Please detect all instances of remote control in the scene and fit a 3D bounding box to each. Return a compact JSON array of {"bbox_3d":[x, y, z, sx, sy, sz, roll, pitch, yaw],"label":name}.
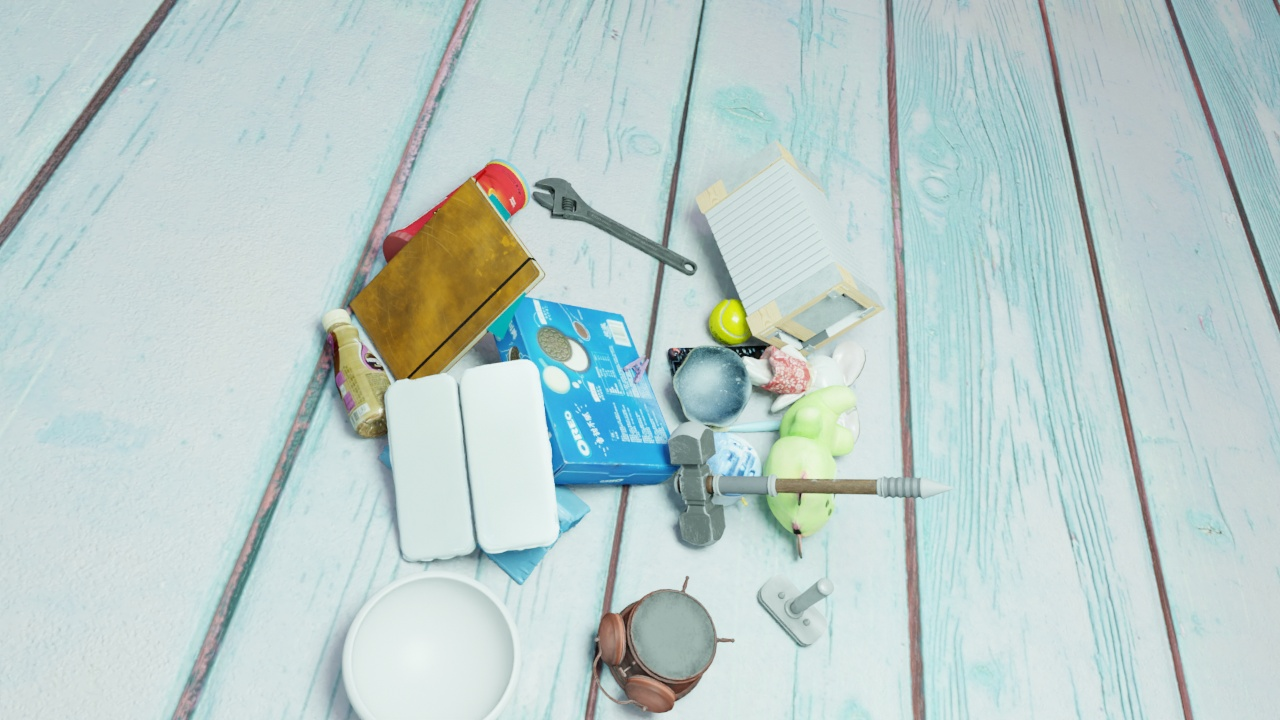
[{"bbox_3d":[0.112,0.004,1.286,0.150,0.022,0.047,-1,59,-18],"label":"remote control"}]

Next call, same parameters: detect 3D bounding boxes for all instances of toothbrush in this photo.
[{"bbox_3d":[0.133,0.089,1.240,0.154,0.022,0.016,-1,100,-20],"label":"toothbrush"}]

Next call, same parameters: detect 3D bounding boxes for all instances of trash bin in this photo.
[{"bbox_3d":[0.212,-0.155,1.314,0.142,0.143,0.246,20,43,-51],"label":"trash bin"}]

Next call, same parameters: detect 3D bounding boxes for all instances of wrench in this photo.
[{"bbox_3d":[-0.037,-0.197,1.370,0.273,0.018,0.072,28,53,-2],"label":"wrench"}]

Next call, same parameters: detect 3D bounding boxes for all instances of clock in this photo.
[{"bbox_3d":[0.015,0.319,1.011,0.157,0.072,0.120,-26,70,-32],"label":"clock"},{"bbox_3d":[0.092,0.133,1.174,0.125,0.052,0.088,29,54,1],"label":"clock"}]

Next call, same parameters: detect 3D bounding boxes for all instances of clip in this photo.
[{"bbox_3d":[-0.002,0.013,1.173,0.051,0.014,0.043,-7,63,-51],"label":"clip"}]

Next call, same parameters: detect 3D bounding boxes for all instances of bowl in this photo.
[{"bbox_3d":[-0.214,0.310,0.940,0.176,0.066,0.176,9,55,-14],"label":"bowl"},{"bbox_3d":[0.089,0.036,1.226,0.110,0.055,0.110,2,83,-17],"label":"bowl"}]

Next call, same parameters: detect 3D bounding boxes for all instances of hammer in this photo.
[{"bbox_3d":[0.188,0.143,1.047,0.043,0.323,0.156,-24,108,-60],"label":"hammer"}]

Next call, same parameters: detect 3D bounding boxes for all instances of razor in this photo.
[{"bbox_3d":[0.195,0.279,1.073,0.047,0.116,0.088,-36,75,-29],"label":"razor"}]

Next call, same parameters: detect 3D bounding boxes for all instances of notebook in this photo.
[{"bbox_3d":[-0.230,-0.085,1.113,0.178,0.250,0.014,53,17,18],"label":"notebook"}]

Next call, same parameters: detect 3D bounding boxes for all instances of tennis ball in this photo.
[{"bbox_3d":[0.130,-0.054,1.302,0.065,0.066,0.065,9,55,-14],"label":"tennis ball"}]

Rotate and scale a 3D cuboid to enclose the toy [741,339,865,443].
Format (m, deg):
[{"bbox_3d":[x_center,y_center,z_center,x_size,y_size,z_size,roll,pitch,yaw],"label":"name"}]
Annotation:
[{"bbox_3d":[0.228,0.030,1.266,0.194,0.084,0.159,11,72,-20],"label":"toy"}]

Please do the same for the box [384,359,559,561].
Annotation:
[{"bbox_3d":[-0.189,0.111,1.015,0.191,0.045,0.209,-7,83,9],"label":"box"}]

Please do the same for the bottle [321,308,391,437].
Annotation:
[{"bbox_3d":[-0.340,0.011,1.099,0.059,0.060,0.166,-17,64,-28],"label":"bottle"}]

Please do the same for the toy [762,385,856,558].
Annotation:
[{"bbox_3d":[0.211,0.131,1.174,0.107,0.150,0.196,17,48,28],"label":"toy"}]

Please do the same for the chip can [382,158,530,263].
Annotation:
[{"bbox_3d":[-0.246,-0.188,1.247,0.087,0.087,0.212,36,53,6],"label":"chip can"}]

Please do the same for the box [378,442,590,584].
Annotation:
[{"bbox_3d":[-0.185,0.146,1.080,0.231,0.094,0.112,39,96,7],"label":"box"}]

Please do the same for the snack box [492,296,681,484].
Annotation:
[{"bbox_3d":[-0.068,0.039,1.132,0.195,0.056,0.238,8,52,-45],"label":"snack box"}]
